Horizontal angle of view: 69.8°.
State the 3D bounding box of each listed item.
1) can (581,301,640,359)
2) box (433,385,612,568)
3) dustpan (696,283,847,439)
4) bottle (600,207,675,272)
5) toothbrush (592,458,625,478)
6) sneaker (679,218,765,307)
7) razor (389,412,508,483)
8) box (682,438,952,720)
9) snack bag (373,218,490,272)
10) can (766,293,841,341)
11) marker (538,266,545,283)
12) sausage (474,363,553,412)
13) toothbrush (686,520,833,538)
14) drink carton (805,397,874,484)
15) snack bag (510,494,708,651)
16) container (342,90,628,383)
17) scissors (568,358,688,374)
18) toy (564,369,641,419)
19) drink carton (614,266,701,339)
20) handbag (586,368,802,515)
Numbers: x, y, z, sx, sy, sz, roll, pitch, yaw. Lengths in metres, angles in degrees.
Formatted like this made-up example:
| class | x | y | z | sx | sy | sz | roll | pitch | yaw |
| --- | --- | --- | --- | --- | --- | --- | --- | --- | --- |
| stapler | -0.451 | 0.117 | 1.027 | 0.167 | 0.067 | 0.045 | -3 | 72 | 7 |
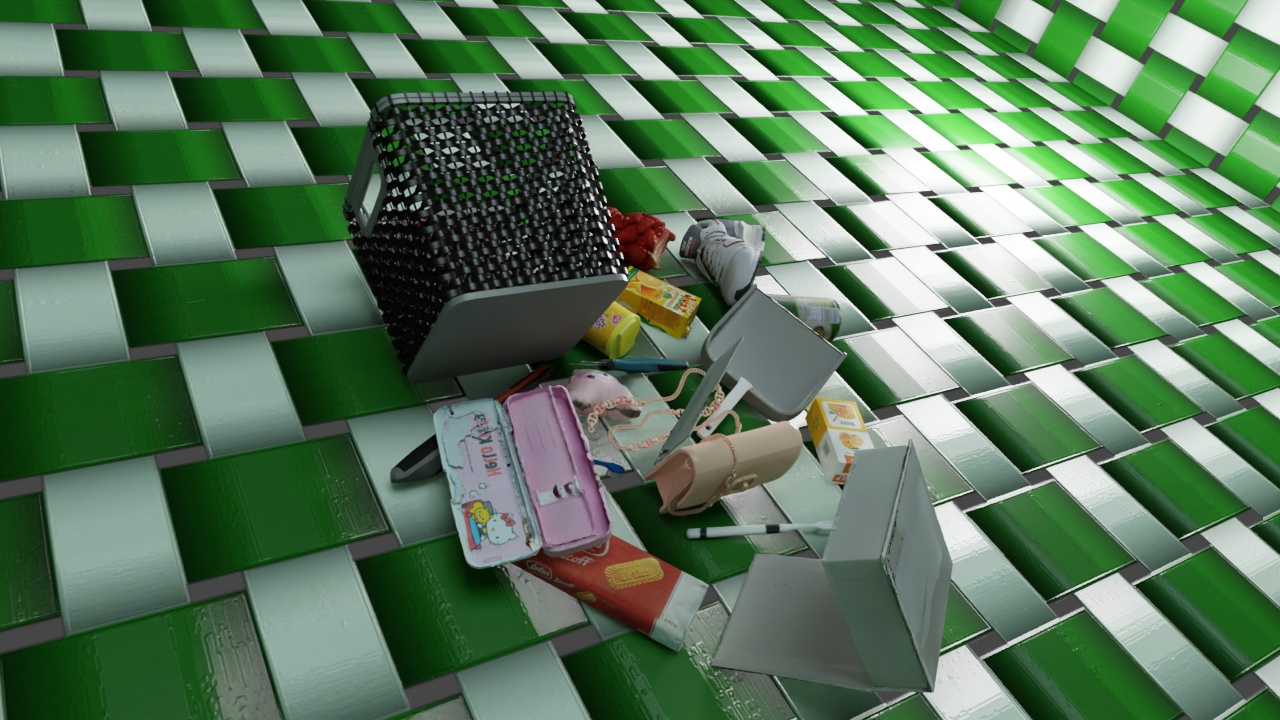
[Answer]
| class | x | y | z | sx | sy | sz | roll | pitch | yaw |
| --- | --- | --- | --- | --- | --- | --- | --- | --- | --- |
| can | -0.057 | -0.055 | 1.224 | 0.105 | 0.068 | 0.067 | 34 | 41 | 19 |
| box | -0.123 | 0.117 | 0.950 | 0.153 | 0.041 | 0.201 | -14 | 52 | -11 |
| dustpan | 0.150 | 0.019 | 1.216 | 0.163 | 0.033 | 0.256 | 39 | 61 | 8 |
| bottle | -0.008 | -0.175 | 1.373 | 0.111 | 0.099 | 0.098 | 19 | 37 | 19 |
| toothbrush | -0.083 | 0.111 | 1.061 | 0.135 | 0.017 | 0.021 | 17 | 35 | 3 |
| sneaker | 0.120 | -0.158 | 1.413 | 0.124 | 0.089 | 0.239 | 16 | 30 | 4 |
| razor | -0.205 | 0.094 | 1.004 | 0.155 | 0.057 | 0.060 | -17 | 82 | -36 |
| box | 0.172 | 0.283 | 0.946 | 0.165 | 0.448 | 0.166 | 34 | 40 | 2 |
| snack bag | -0.279 | -0.165 | 1.258 | 0.176 | 0.082 | 0.082 | -13 | 48 | -33 |
| can | 0.225 | -0.062 | 1.344 | 0.120 | 0.067 | 0.067 | 2 | 41 | -20 |
| marker | -0.138 | -0.116 | 1.292 | 0.022 | 0.016 | 0.138 | 37 | 28 | -6 |
| sausage | -0.152 | 0.039 | 1.113 | 0.020 | 0.020 | 0.154 | 32 | 41 | 17 |
| toothbrush | 0.140 | 0.195 | 1.048 | 0.186 | 0.017 | 0.012 | 1 | 39 | -18 |
| drink carton | 0.259 | 0.106 | 1.178 | 0.058 | 0.040 | 0.122 | 7 | 40 | -14 |
| snack bag | -0.045 | 0.210 | 0.937 | 0.225 | 0.041 | 0.077 | 27 | 42 | 8 |
| container | -0.185 | -0.141 | 1.089 | 0.245 | 0.248 | 0.243 | -11 | 71 | -31 |
| scissors | -0.007 | 0.007 | 1.158 | 0.118 | 0.019 | 0.148 | -2 | -4 | 41 |
| toy | -0.055 | 0.038 | 1.129 | 0.099 | 0.053 | 0.096 | 10 | 25 | -26 |
| drink carton | 0.023 | -0.082 | 1.309 | 0.122 | 0.041 | 0.058 | 26 | 39 | 9 |
| handbag | 0.063 | 0.072 | 1.048 | 0.198 | 0.117 | 0.187 | -11 | 64 | -31 |
